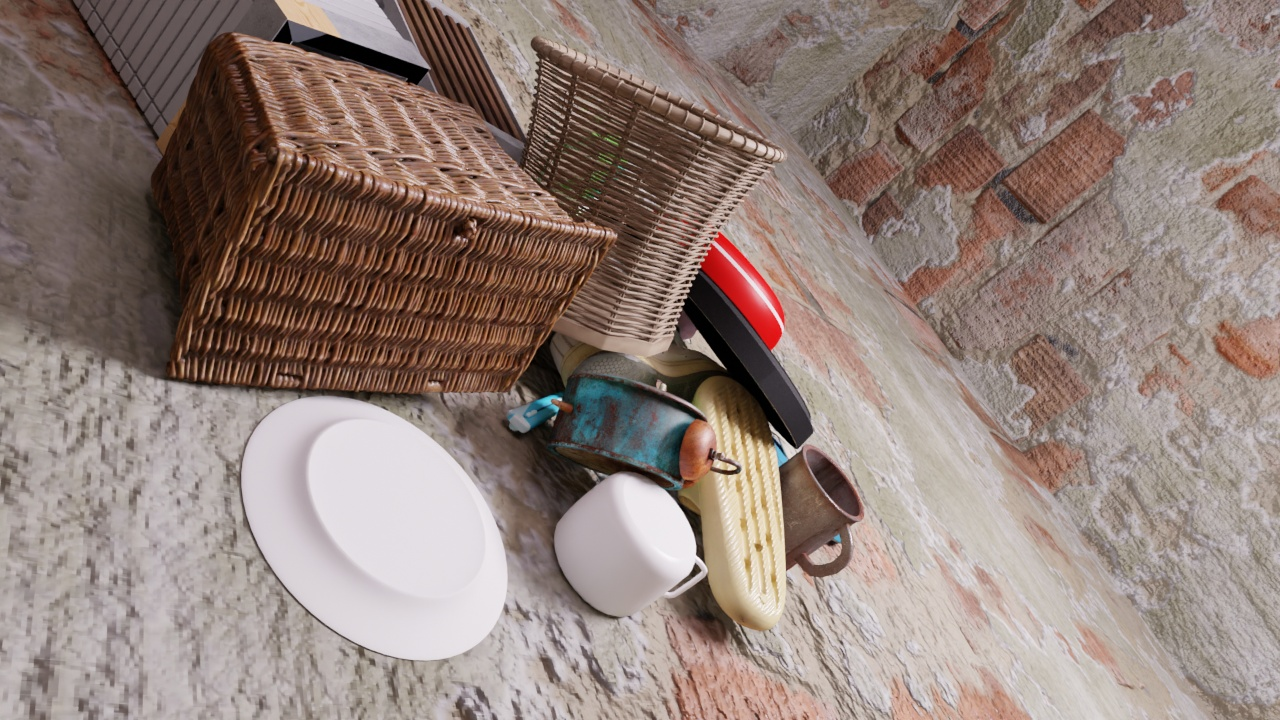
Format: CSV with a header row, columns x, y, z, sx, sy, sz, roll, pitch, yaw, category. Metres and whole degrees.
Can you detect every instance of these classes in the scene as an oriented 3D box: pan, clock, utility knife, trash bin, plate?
x,y,z,sx,sy,sz,roll,pitch,yaw,category
0.067,-0.052,0.975,0.356,0.034,0.225,53,0,32,pan
0.007,0.058,0.734,0.157,0.073,0.121,18,-15,1,clock
-0.082,0.040,0.780,0.022,0.015,0.117,49,20,4,utility knife
-0.213,-0.249,0.879,0.114,0.115,0.228,20,35,-49,trash bin
-0.313,-0.273,0.698,0.247,0.143,0.142,54,23,13,trash bin
0.043,-0.131,1.100,0.356,0.067,0.209,45,-2,41,pan
-0.151,0.092,0.564,0.188,0.016,0.188,39,24,-21,plate

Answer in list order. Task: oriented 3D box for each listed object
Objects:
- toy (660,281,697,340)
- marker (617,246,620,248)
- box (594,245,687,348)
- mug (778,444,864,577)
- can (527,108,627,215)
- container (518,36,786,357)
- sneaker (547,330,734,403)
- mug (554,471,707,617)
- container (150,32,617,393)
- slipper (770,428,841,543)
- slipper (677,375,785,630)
x,y,z,sx,sy,sz,roll,pitch,yaw,category
0.037,-0.063,1.121,0.102,0.050,0.093,53,21,23,toy
-0.037,-0.122,1.134,0.011,0.011,0.151,44,22,-9,marker
-0.008,-0.073,0.995,0.145,0.066,0.186,59,-4,23,box
0.158,0.161,0.904,0.096,0.110,0.122,21,35,-39,mug
-0.086,-0.191,0.979,0.083,0.144,0.083,39,24,-21,can
-0.020,-0.135,0.785,0.227,0.196,0.226,23,18,-8,container
-0.005,0.005,0.904,0.241,0.089,0.102,17,25,-51,sneaker
-0.002,0.141,0.688,0.115,0.068,0.094,39,24,-23,mug
-0.183,-0.097,0.606,0.249,0.163,0.183,5,42,-49,container
0.155,0.098,1.065,0.295,0.060,0.118,43,19,-13,slipper
0.072,0.127,0.840,0.111,0.079,0.260,37,36,-35,slipper
